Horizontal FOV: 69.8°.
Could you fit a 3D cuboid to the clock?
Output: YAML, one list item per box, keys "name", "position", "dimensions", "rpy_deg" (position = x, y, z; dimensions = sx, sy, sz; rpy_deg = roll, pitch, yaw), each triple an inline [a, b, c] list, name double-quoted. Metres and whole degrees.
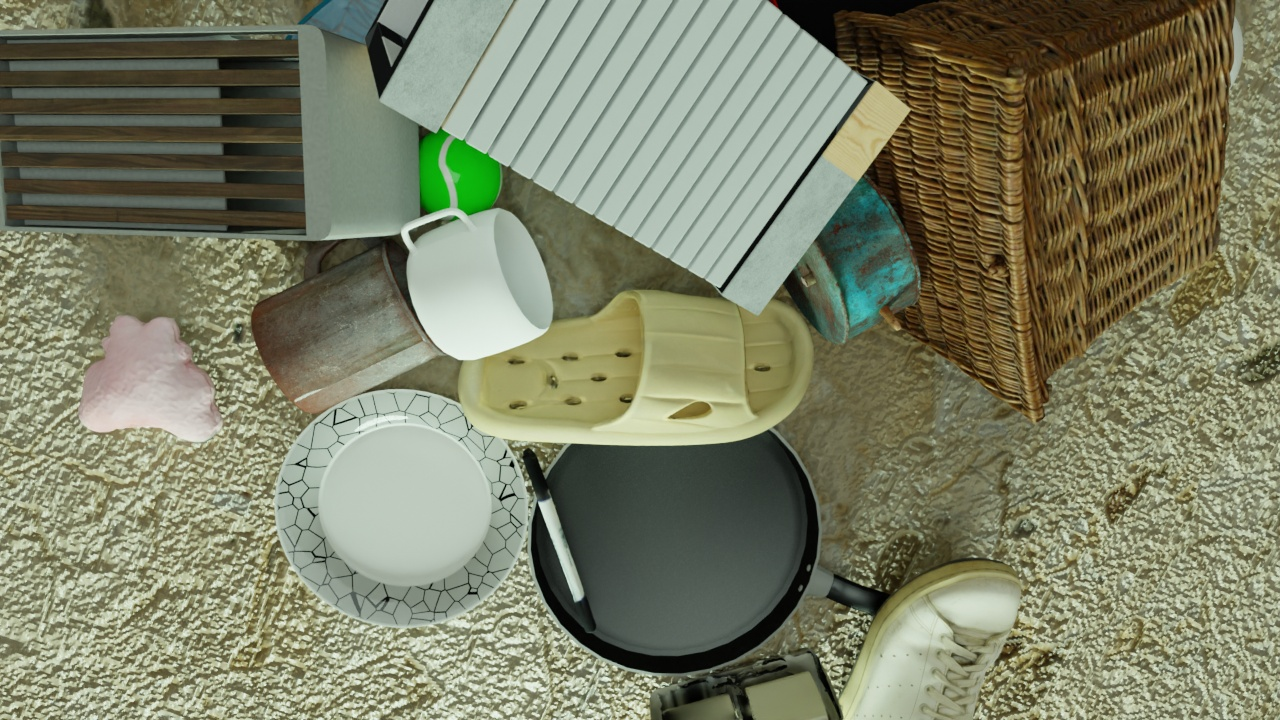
- name: "clock"
  position: [0.122, -0.088, 0.638]
  dimensions: [0.073, 0.121, 0.157]
  rpy_deg: [-28, 94, -3]

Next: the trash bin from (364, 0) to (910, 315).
- name: "trash bin"
  position: [-0.006, -0.163, 0.522]
  dimensions: [0.246, 0.142, 0.143]
  rpy_deg: [26, 108, -30]

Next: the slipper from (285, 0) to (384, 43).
- name: "slipper"
  position: [-0.125, -0.267, 0.619]
  dimensions: [0.295, 0.060, 0.118]
  rpy_deg: [-41, 104, 4]

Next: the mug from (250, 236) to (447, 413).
- name: "mug"
  position: [-0.208, -0.037, 0.646]
  dimensions: [0.110, 0.096, 0.123]
  rpy_deg: [-24, 69, -3]

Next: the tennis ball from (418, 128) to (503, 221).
- name: "tennis ball"
  position: [-0.129, -0.129, 0.639]
  dimensions: [0.065, 0.065, 0.065]
  rpy_deg: [-1, 100, -4]

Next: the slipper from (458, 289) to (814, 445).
- name: "slipper"
  position: [-0.004, 0.004, 0.648]
  dimensions: [0.261, 0.079, 0.111]
  rpy_deg: [-5, 72, 2]

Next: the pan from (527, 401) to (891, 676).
- name: "pan"
  position: [0.088, 0.156, 0.721]
  dimensions: [0.356, 0.034, 0.225]
  rpy_deg: [19, 98, -7]

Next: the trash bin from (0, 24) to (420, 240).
- name: "trash bin"
  position: [-0.270, -0.138, 0.574]
  dimensions: [0.229, 0.114, 0.114]
  rpy_deg: [3, 100, 11]

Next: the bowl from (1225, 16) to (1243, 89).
- name: "bowl"
  position: [0.395, -0.223, 0.669]
  dimensions: [0.110, 0.040, 0.110]
  rpy_deg: [-1, 100, -4]

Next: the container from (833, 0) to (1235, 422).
- name: "container"
  position: [0.258, -0.128, 0.586]
  dimensions: [0.183, 0.162, 0.250]
  rpy_deg: [-29, 128, -7]

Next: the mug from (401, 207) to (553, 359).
- name: "mug"
  position: [-0.113, -0.057, 0.620]
  dimensions: [0.068, 0.094, 0.115]
  rpy_deg: [-18, 138, 14]

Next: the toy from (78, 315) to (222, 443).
- name: "toy"
  position: [-0.354, 0.013, 0.657]
  dimensions: [0.102, 0.050, 0.093]
  rpy_deg: [2, 103, -1]

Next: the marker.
- name: "marker"
  position: [-0.061, 0.136, 0.687]
  dimensions: [0.011, 0.011, 0.152]
  rpy_deg: [-18, 101, -1]

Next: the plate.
- name: "plate"
  position: [-0.181, 0.113, 0.704]
  dimensions: [0.188, 0.016, 0.188]
  rpy_deg: [-1, 100, -4]

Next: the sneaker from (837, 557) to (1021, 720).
- name: "sneaker"
  position: [0.214, 0.258, 0.684]
  dimensions: [0.089, 0.102, 0.242]
  rpy_deg: [13, 117, -13]

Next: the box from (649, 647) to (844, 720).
- name: "box"
  position: [0.087, 0.302, 0.680]
  dimensions: [0.145, 0.185, 0.066]
  rpy_deg: [-15, 128, 2]

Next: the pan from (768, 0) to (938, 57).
- name: "pan"
  position: [0.169, -0.350, 0.618]
  dimensions: [0.209, 0.067, 0.356]
  rpy_deg: [-15, 101, -1]
